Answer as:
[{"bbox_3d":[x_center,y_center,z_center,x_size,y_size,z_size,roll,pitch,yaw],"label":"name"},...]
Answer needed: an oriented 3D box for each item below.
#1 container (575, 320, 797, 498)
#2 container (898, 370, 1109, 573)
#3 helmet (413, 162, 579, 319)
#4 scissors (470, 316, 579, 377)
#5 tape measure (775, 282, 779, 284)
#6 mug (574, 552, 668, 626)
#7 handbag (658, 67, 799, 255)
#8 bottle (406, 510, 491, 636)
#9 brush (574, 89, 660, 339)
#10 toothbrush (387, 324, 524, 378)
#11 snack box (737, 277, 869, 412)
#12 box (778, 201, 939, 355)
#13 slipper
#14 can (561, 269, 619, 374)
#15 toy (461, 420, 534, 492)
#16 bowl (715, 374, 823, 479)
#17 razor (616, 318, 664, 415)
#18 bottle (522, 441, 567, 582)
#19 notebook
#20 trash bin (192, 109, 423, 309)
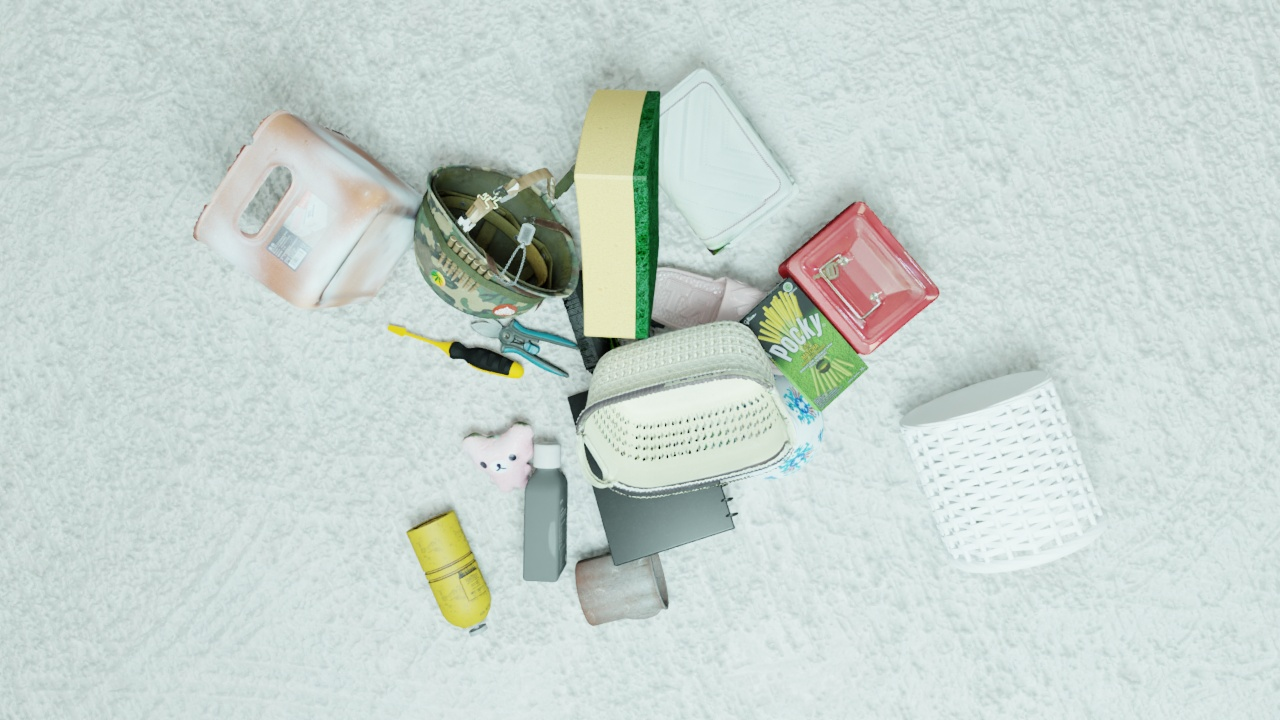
[{"bbox_3d":[0.052,0.057,1.089,0.252,0.143,0.185,-15,134,15],"label":"container"},{"bbox_3d":[0.434,0.132,1.109,0.189,0.189,0.187,-21,91,5],"label":"container"},{"bbox_3d":[-0.168,-0.158,1.129,0.224,0.192,0.237,35,122,14],"label":"helmet"},{"bbox_3d":[-0.152,-0.020,1.229,0.130,0.019,0.150,-24,93,5],"label":"scissors"},{"bbox_3d":[0.197,-0.063,1.190,0.059,0.036,0.065,14,94,3],"label":"tape measure"},{"bbox_3d":[-0.020,0.306,1.214,0.110,0.096,0.123,-12,124,10],"label":"mug"},{"bbox_3d":[0.091,-0.248,1.159,0.142,0.096,0.198,-35,91,21],"label":"handbag"},{"bbox_3d":[-0.249,0.290,1.231,0.071,0.071,0.164,-23,92,5],"label":"bottle"},{"bbox_3d":[-0.021,-0.171,1.075,0.075,0.194,0.251,3,132,4],"label":"brush"},{"bbox_3d":[-0.248,-0.014,1.232,0.197,0.031,0.031,19,74,5],"label":"toothbrush"},{"bbox_3d":[0.198,-0.019,1.117,0.080,0.025,0.147,-42,94,-2],"label":"snack box"},{"bbox_3d":[0.266,-0.099,1.145,0.136,0.117,0.157,-39,94,3],"label":"box"},{"bbox_3d":[0.104,-0.059,1.160,0.239,0.064,0.094,23,88,17],"label":"slipper"},{"bbox_3d":[-0.065,-0.050,1.202,0.054,0.054,0.137,-18,92,5],"label":"can"},{"bbox_3d":[-0.180,0.133,1.226,0.099,0.052,0.096,-14,105,8],"label":"toy"},{"bbox_3d":[0.168,0.089,1.183,0.144,0.074,0.144,0,94,4],"label":"bowl"},{"bbox_3d":[-0.007,0.007,1.208,0.042,0.022,0.143,18,79,3],"label":"razor"},{"bbox_3d":[-0.124,0.195,1.209,0.046,0.083,0.174,1,93,4],"label":"bottle"},{"bbox_3d":[0.015,0.129,1.191,0.169,0.019,0.231,-19,73,5],"label":"notebook"},{"bbox_3d":[-0.381,-0.171,1.119,0.157,0.259,0.181,36,95,-3],"label":"trash bin"}]
